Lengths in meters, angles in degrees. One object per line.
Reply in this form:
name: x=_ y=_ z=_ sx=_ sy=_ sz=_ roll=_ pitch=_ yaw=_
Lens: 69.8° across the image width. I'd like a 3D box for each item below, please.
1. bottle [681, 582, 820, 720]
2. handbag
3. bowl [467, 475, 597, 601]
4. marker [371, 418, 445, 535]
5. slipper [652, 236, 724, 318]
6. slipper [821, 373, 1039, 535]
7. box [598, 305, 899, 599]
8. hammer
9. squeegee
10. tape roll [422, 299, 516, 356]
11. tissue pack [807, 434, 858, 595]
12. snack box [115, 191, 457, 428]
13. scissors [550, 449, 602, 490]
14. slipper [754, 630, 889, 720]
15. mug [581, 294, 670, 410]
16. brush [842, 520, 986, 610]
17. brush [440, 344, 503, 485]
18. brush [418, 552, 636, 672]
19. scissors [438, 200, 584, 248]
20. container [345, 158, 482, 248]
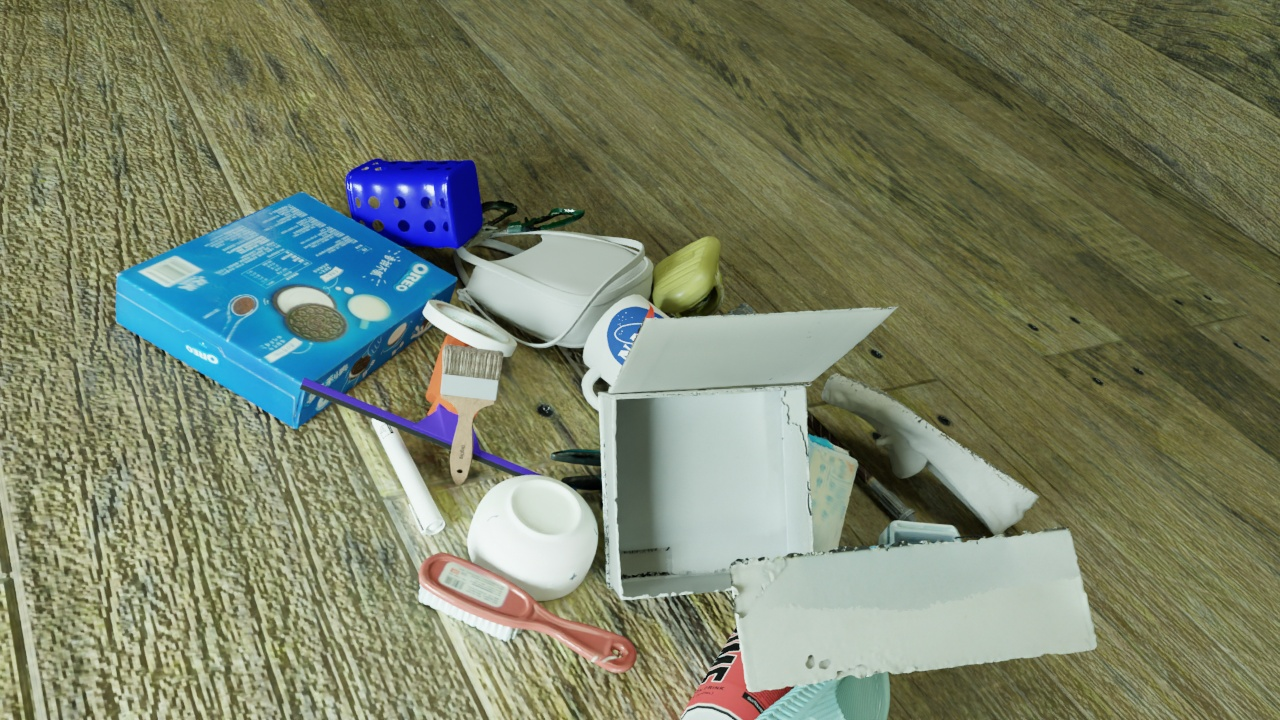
bottle: x=0.095 y=0.229 z=0.704 sx=0.062 sy=0.062 sz=0.176 roll=33 pitch=36 yaw=13
handbag: x=-0.115 y=-0.098 z=1.001 sx=0.223 sy=0.096 sz=0.215 roll=23 pitch=33 yaw=21
bowl: x=-0.083 y=0.134 z=0.736 sx=0.105 sy=0.054 sz=0.104 roll=14 pitch=35 yaw=-11
marker: x=-0.196 y=0.090 z=0.762 sx=0.020 sy=0.017 sz=0.133 roll=-33 pitch=55 yaw=-7
slipper: x=0.066 y=-0.086 z=1.072 sx=0.081 sy=0.092 sz=0.190 roll=54 pitch=16 yaw=-13
slipper: x=0.295 y=0.095 z=0.963 sx=0.247 sy=0.074 sz=0.112 roll=36 pitch=-7 yaw=-1
box: x=0.067 y=-0.037 z=0.634 sx=0.166 sy=0.507 sz=0.148 roll=-3 pitch=37 yaw=-11
hammer: x=0.180 y=0.061 z=0.994 sx=0.098 sy=0.044 sz=0.322 roll=-15 pitch=53 yaw=-42
squeegee: x=-0.168 y=0.018 z=0.836 sx=0.249 sy=0.055 sz=0.184 roll=26 pitch=21 yaw=-21
tape roll: x=-0.162 y=-0.031 z=0.873 sx=0.093 sy=0.013 sz=0.093 roll=27 pitch=7 yaw=-4
tissue pack: x=0.135 y=0.129 z=0.825 sx=0.093 sy=0.062 sz=0.144 roll=20 pitch=68 yaw=-4
snack box: x=-0.317 y=-0.059 z=0.855 sx=0.195 sy=0.056 sz=0.238 roll=29 pitch=35 yaw=8
scissors: x=-0.018 y=0.096 z=0.843 sx=0.139 sy=0.019 sz=0.128 roll=36 pitch=36 yaw=0
slipper: x=0.126 y=0.277 z=0.621 sx=0.275 sy=0.070 sz=0.116 roll=-26 pitch=102 yaw=-51
mug: x=-0.005 y=0.005 z=0.928 sx=0.090 sy=0.091 sz=0.121 roll=39 pitch=73 yaw=21
brush: x=0.246 y=0.185 z=0.850 sx=0.135 sy=0.056 sz=0.075 roll=8 pitch=43 yaw=-20
brush: x=-0.139 y=0.048 z=0.738 sx=0.045 sy=0.143 sz=0.008 roll=6 pitch=37 yaw=-9
brush: x=-0.085 y=0.193 z=0.677 sx=0.172 sy=0.030 sz=0.040 roll=24 pitch=35 yaw=3
scissors: x=-0.177 y=-0.160 z=1.063 sx=0.155 sy=0.015 sz=0.208 roll=20 pitch=30 yaw=36
container: x=-0.238 y=-0.169 z=0.980 sx=0.114 sy=0.084 sz=0.084 roll=3 pitch=27 yaw=13
